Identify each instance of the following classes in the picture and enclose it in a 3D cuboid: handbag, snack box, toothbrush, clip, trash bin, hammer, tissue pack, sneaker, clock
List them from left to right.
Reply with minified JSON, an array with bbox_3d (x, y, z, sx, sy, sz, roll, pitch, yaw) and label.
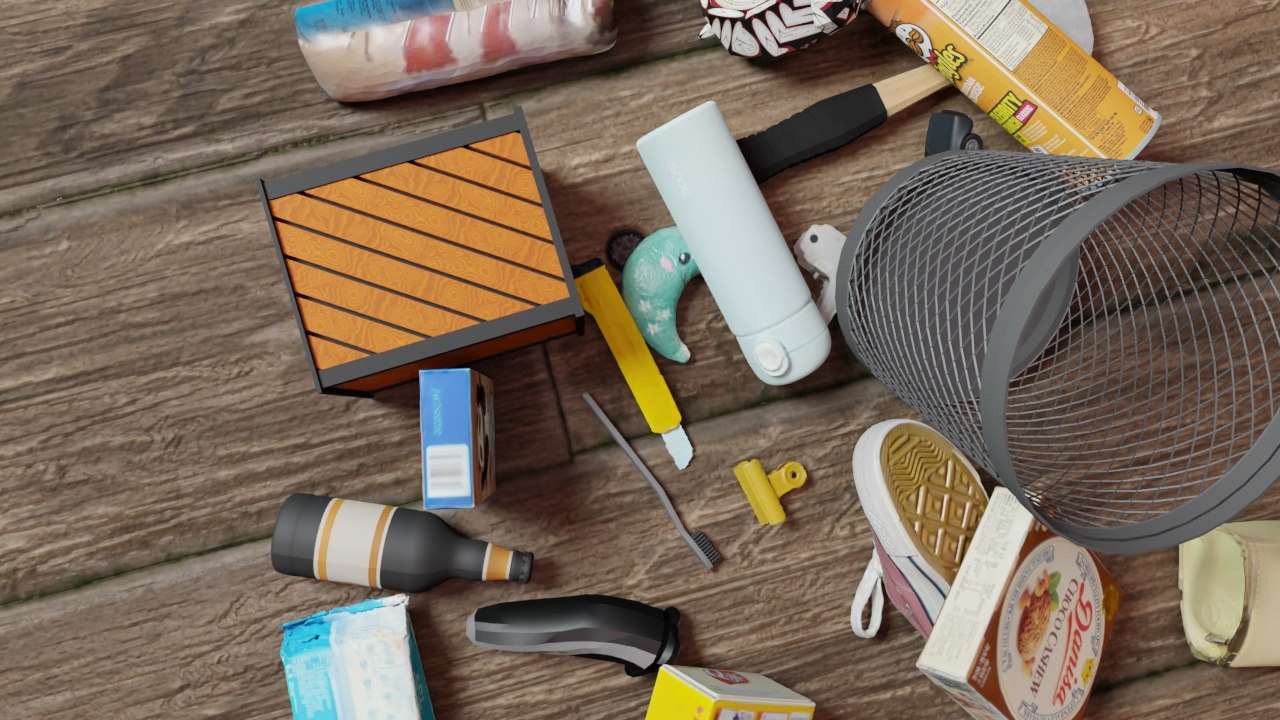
[{"bbox_3d":[-0.199,0.245,0.662,0.093,0.062,0.144,-11,90,-6],"label":"tissue pack"},{"bbox_3d":[-0.142,-0.066,0.643,0.172,0.140,0.139,-17,88,-4],"label":"trash bin"},{"bbox_3d":[-0.123,0.053,0.632,0.034,0.151,0.087,-2,86,-4],"label":"snack box"},{"bbox_3d":[0.007,0.092,0.706,0.013,0.013,0.167,-38,89,-13],"label":"toothbrush"},{"bbox_3d":[0.039,0.339,0.645,0.110,0.062,0.230,19,85,-37],"label":"snack box"},{"bbox_3d":[0.103,0.096,0.704,0.049,0.044,0.054,-27,87,20],"label":"clip"},{"bbox_3d":[0.121,-0.280,0.680,0.155,0.065,0.114,0,66,36],"label":"clock"},{"bbox_3d":[0.150,-0.081,0.711,0.058,0.050,0.101,35,84,-13],"label":"clip"},{"bbox_3d":[0.200,-0.208,0.723,0.328,0.039,0.131,-25,90,-4],"label":"hammer"},{"bbox_3d":[0.207,0.144,0.679,0.118,0.088,0.241,-38,111,-28],"label":"sneaker"},{"bbox_3d":[0.272,0.188,0.644,0.147,0.041,0.143,44,67,-28],"label":"snack box"},{"bbox_3d":[0.261,-0.029,0.591,0.217,0.227,0.218,-5,110,-13],"label":"trash bin"},{"bbox_3d":[0.482,0.177,0.697,0.119,0.081,0.111,-1,94,-5],"label":"handbag"}]

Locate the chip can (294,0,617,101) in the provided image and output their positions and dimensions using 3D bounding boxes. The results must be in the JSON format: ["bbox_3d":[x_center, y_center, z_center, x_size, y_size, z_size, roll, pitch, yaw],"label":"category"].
[{"bbox_3d":[-0.134,-0.249,0.688,0.229,0.080,0.080,-14,87,-3],"label":"chip can"}]

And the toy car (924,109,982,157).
[{"bbox_3d":[0.231,-0.132,0.698,0.034,0.046,0.112,-8,113,-12],"label":"toy car"}]

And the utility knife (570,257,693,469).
[{"bbox_3d":[-0.004,0.004,0.699,0.030,0.017,0.179,-26,96,8],"label":"utility knife"}]

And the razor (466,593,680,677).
[{"bbox_3d":[-0.051,0.200,0.680,0.156,0.057,0.060,11,118,-3],"label":"razor"}]

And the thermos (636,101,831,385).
[{"bbox_3d":[0.072,-0.081,0.671,0.065,0.077,0.207,-22,102,30],"label":"thermos"}]

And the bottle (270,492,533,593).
[{"bbox_3d":[-0.169,0.139,0.670,0.181,0.059,0.059,9,86,-3],"label":"bottle"}]

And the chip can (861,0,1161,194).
[{"bbox_3d":[0.268,-0.220,0.670,0.215,0.075,0.075,40,85,-2],"label":"chip can"}]

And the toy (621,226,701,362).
[{"bbox_3d":[0.029,-0.060,0.708,0.085,0.033,0.105,37,84,-11],"label":"toy"}]
